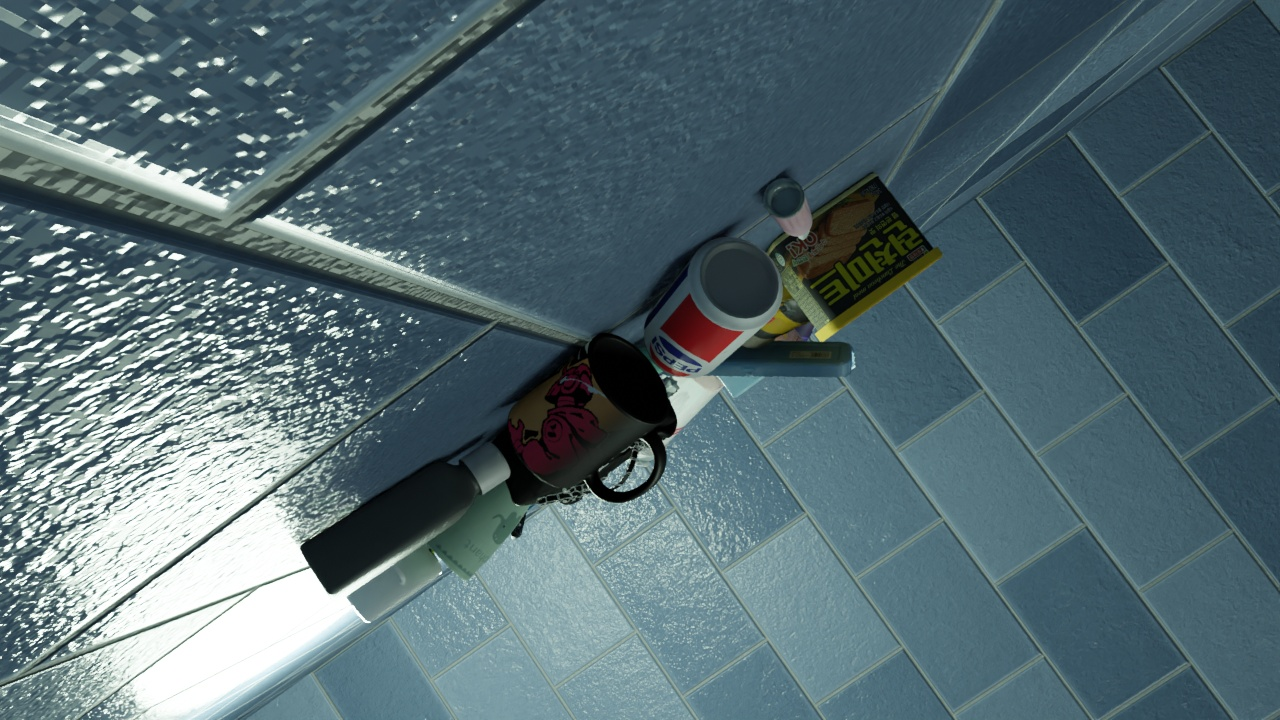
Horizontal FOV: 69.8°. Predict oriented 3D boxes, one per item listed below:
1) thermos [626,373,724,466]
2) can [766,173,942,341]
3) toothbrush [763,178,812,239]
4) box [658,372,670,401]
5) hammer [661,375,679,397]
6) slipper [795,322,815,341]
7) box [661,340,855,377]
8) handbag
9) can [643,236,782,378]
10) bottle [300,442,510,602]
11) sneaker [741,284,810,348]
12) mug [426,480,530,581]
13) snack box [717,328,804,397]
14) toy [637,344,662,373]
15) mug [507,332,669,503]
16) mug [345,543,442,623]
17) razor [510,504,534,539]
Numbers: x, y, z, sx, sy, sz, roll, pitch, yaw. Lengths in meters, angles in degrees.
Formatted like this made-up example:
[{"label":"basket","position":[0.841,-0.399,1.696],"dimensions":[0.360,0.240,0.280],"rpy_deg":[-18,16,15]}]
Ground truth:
[{"label":"thermos","position":[0.032,0.070,1.320],"dimensions":[0.099,0.099,0.221],"rpy_deg":[-30,168,-44]},{"label":"can","position":[0.198,-0.098,0.869],"dimensions":[0.130,0.101,0.072],"rpy_deg":[-35,174,-7]},{"label":"toothbrush","position":[0.116,-0.109,0.698],"dimensions":[0.027,0.026,0.222],"rpy_deg":[-56,171,9]},{"label":"box","position":[-0.064,0.091,1.037],"dimensions":[0.231,0.071,0.084],"rpy_deg":[-37,174,12]},{"label":"hammer","position":[-0.085,0.114,1.143],"dimensions":[0.316,0.028,0.147],"rpy_deg":[-34,179,-10]},{"label":"slipper","position":[0.201,-0.053,1.311],"dimensions":[0.267,0.084,0.107],"rpy_deg":[-38,174,20]},{"label":"box","position":[0.131,-0.006,1.022],"dimensions":[0.210,0.043,0.124],"rpy_deg":[2,-175,16]},{"label":"handbag","position":[-0.037,0.082,0.833],"dimensions":[0.154,0.114,0.125],"rpy_deg":[-40,156,20]},{"label":"can","position":[0.050,-0.036,0.689],"dimensions":[0.070,0.070,0.132],"rpy_deg":[-33,174,-23]},{"label":"bottle","position":[-0.187,0.127,0.754],"dimensions":[0.173,0.046,0.084],"rpy_deg":[-33,173,-23]},{"label":"sneaker","position":[0.202,-0.091,0.998],"dimensions":[0.237,0.086,0.122],"rpy_deg":[-25,173,-41]},{"label":"mug","position":[-0.167,0.144,0.898],"dimensions":[0.104,0.084,0.111],"rpy_deg":[-44,147,-12]},{"label":"snack box","position":[0.139,-0.022,1.162],"dimensions":[0.093,0.094,0.079],"rpy_deg":[-40,173,31]},{"label":"toy","position":[-0.005,0.005,0.903],"dimensions":[0.085,0.033,0.105],"rpy_deg":[-23,178,28]},{"label":"mug","position":[-0.030,0.054,0.711],"dimensions":[0.098,0.118,0.081],"rpy_deg":[-39,174,29]},{"label":"mug","position":[-0.252,0.208,0.918],"dimensions":[0.094,0.068,0.116],"rpy_deg":[-32,173,-26]},{"label":"razor","position":[-0.123,0.167,1.127],"dimensions":[0.144,0.022,0.042],"rpy_deg":[-47,-156,36]}]
